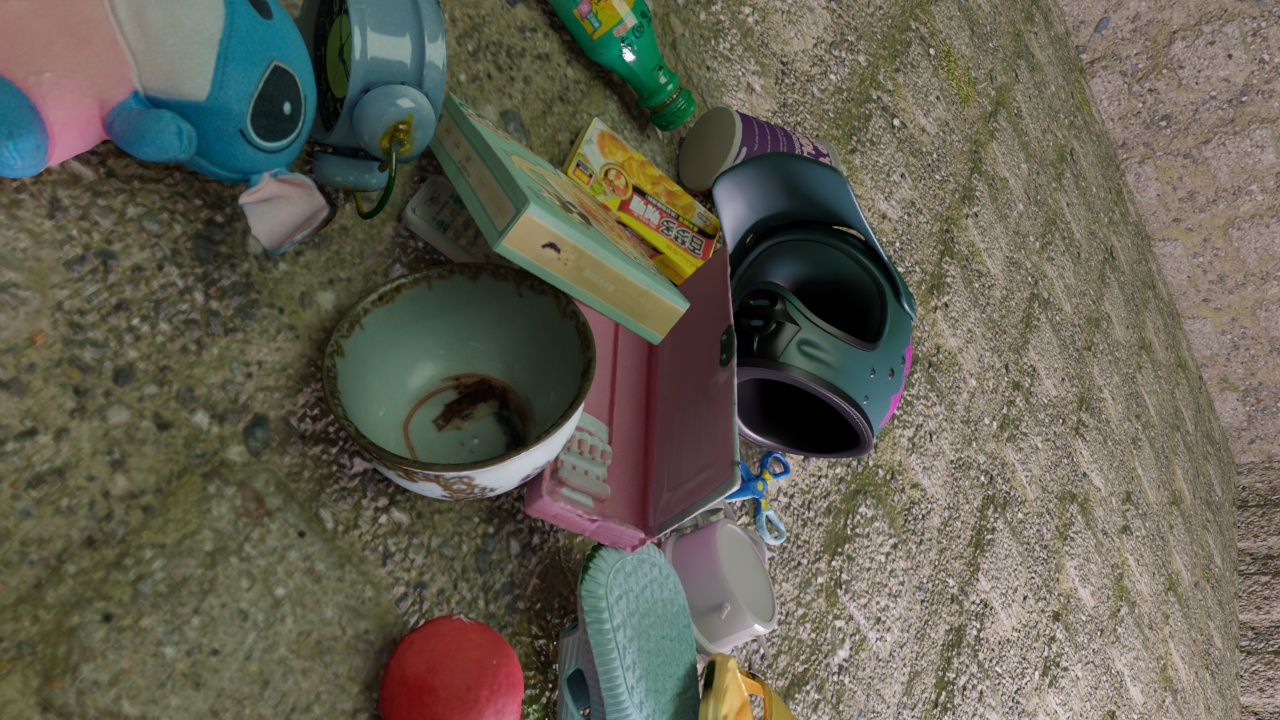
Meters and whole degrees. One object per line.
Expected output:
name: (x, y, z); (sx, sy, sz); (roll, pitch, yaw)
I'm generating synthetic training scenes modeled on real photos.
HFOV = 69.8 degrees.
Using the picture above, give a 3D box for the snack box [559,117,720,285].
snack box: (0.001, -0.134, 0.792); (0.152, 0.025, 0.075); (36, 53, -22)

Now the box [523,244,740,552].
box: (-0.002, 0.003, 0.648); (0.106, 0.116, 0.232); (26, 43, -22)

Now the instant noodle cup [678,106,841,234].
instant noodle cup: (0.107, -0.177, 0.893); (0.121, 0.122, 0.136); (19, 74, -34)

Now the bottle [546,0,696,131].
bottle: (-0.025, -0.293, 0.797); (0.210, 0.068, 0.067); (49, 47, -28)

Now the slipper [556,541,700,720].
slipper: (-0.003, 0.251, 0.669); (0.115, 0.070, 0.276); (-29, 110, -50)

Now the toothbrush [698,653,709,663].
toothbrush: (0.027, 0.199, 0.754); (0.188, 0.018, 0.019); (55, 42, -23)

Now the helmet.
helmet: (0.146, -0.044, 0.816); (0.275, 0.177, 0.200); (46, 52, -55)

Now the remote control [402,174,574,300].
remote control: (-0.106, -0.075, 0.654); (0.133, 0.022, 0.050); (38, 51, -14)

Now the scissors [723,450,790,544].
scissors: (0.112, 0.128, 0.880); (0.125, 0.016, 0.123); (-5, 80, -51)

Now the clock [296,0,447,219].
clock: (-0.165, -0.166, 0.565); (0.060, 0.118, 0.162); (-3, 75, -38)

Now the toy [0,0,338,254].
toy: (-0.253, -0.142, 0.469); (0.191, 0.099, 0.224); (-13, 76, -44)

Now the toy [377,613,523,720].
toy: (-0.119, 0.220, 0.554); (0.092, 0.062, 0.132); (20, 82, -29)

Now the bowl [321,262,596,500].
bowl: (-0.108, 0.026, 0.574); (0.094, 0.160, 0.159); (96, 17, -50)

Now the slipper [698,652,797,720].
slipper: (0.106, 0.328, 0.717); (0.099, 0.078, 0.263); (-79, 155, -60)

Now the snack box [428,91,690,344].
snack box: (-0.064, -0.099, 0.630); (0.141, 0.044, 0.193); (30, 16, -39)

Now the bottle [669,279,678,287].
bottle: (0.038, -0.053, 0.828); (0.033, 0.033, 0.123); (7, 74, -48)

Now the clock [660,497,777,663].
clock: (0.063, 0.171, 0.764); (0.120, 0.061, 0.159); (47, 25, -34)
